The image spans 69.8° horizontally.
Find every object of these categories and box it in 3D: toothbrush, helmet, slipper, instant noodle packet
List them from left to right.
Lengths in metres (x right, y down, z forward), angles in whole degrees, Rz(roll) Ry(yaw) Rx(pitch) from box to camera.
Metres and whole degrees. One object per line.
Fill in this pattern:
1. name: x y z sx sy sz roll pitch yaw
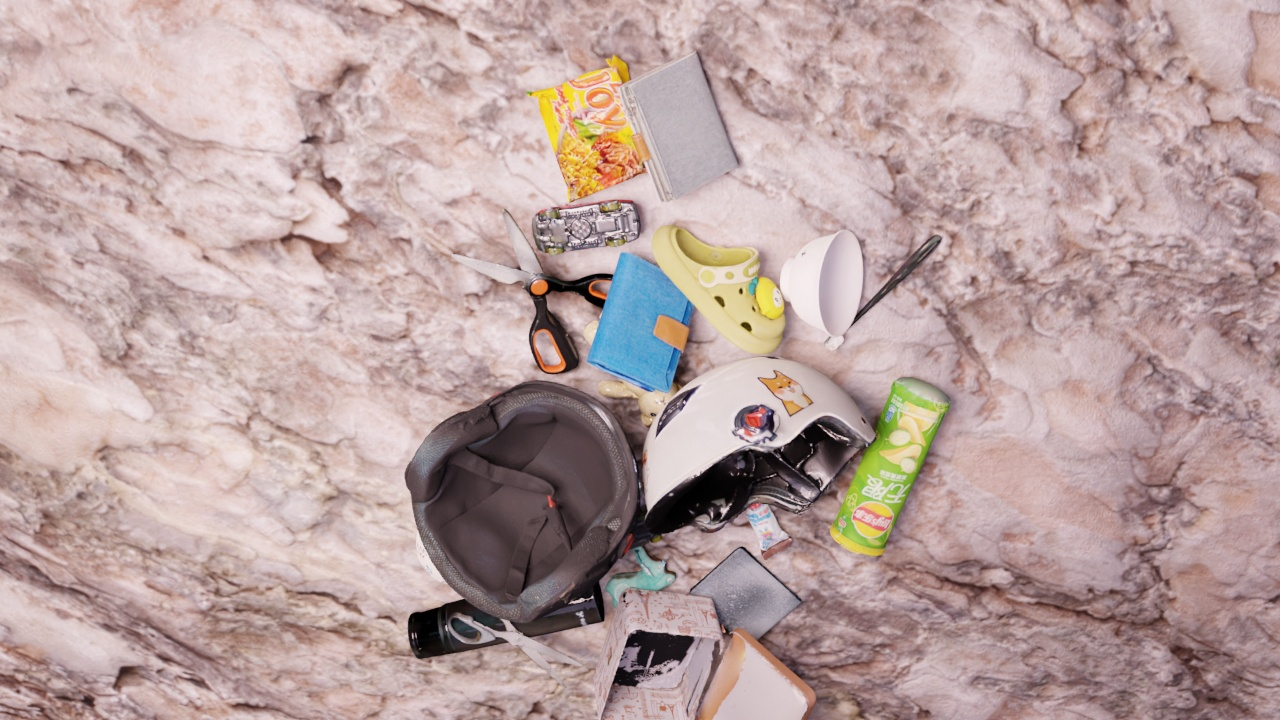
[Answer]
1. helmet: -0.114 0.148 1.021 0.275 0.230 0.233 -45 81 9
2. instant noodle packet: -0.048 -0.245 0.974 0.111 0.044 0.128 -20 110 0
3. slipper: 0.097 -0.088 1.008 0.190 0.091 0.082 42 124 -11
4. helmet: 0.114 0.082 1.025 0.273 0.156 0.231 -10 151 -18
5. toothbrush: 0.281 -0.078 1.066 0.015 0.018 0.181 41 102 -12

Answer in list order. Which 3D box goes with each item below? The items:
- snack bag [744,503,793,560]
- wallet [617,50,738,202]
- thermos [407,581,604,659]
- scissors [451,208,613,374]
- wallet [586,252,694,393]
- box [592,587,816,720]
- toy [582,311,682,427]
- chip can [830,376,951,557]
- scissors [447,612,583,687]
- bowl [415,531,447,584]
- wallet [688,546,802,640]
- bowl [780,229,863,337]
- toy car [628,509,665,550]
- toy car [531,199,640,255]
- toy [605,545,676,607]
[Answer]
1. snack bag: 0.154 0.202 1.157 0.045 0.026 0.105 -30 110 -3
2. wallet: 0.037 -0.245 0.970 0.106 0.037 0.130 -31 112 -20
3. thermos: -0.168 0.330 1.176 0.242 0.068 0.090 -14 143 4
4. scissors: -0.095 -0.076 1.013 0.224 0.021 0.221 -10 128 -15
5. wallet: 0.005 -0.040 1.012 0.106 0.040 0.133 25 74 -28
6. box: 0.074 0.409 1.163 0.272 0.130 0.179 22 117 10
7. toy: -0.006 0.006 1.056 0.105 0.066 0.157 -38 116 -2
8. chip can: 0.302 0.128 1.112 0.072 0.072 0.222 16 108 -8
9. scissors: -0.158 0.340 1.129 0.166 0.014 0.163 -11 99 2
10. bowl: -0.223 0.235 1.134 0.113 0.062 0.113 -1 112 -3
11. wallet: 0.137 0.309 1.202 0.121 0.019 0.097 43 101 -15
12. bowl: 0.196 -0.087 1.024 0.065 0.118 0.118 8 115 35
13. toy car: -0.012 0.212 1.148 0.090 0.035 0.042 -18 111 4
14. toy car: -0.059 -0.148 1.008 0.120 0.045 0.053 -6 108 6
15. toy: -0.002 0.280 1.178 0.092 0.030 0.096 -25 110 2
